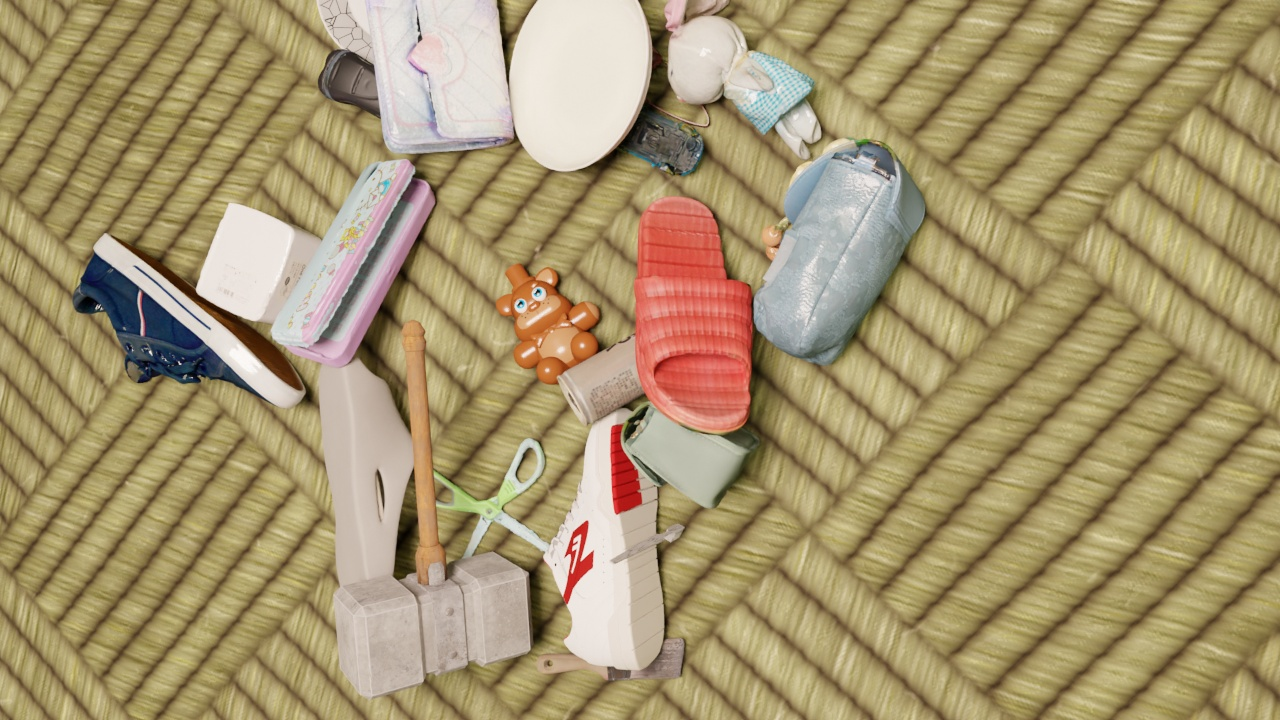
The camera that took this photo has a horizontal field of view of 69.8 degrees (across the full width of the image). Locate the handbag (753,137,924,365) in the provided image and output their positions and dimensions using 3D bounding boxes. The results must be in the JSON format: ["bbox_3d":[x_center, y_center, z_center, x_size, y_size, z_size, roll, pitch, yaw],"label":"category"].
[{"bbox_3d":[0.161,-0.097,0.795,0.119,0.121,0.192,34,99,29],"label":"handbag"}]

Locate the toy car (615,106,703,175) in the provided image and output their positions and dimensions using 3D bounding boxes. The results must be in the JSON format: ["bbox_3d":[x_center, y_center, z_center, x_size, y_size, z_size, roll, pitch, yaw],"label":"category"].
[{"bbox_3d":[0.012,-0.209,0.870,0.105,0.032,0.048,27,95,18],"label":"toy car"}]

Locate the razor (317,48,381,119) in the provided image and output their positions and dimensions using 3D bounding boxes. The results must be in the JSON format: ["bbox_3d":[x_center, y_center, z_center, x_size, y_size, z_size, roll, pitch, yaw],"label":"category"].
[{"bbox_3d":[-0.257,-0.267,0.935,0.140,0.063,0.053,25,94,-2],"label":"razor"}]

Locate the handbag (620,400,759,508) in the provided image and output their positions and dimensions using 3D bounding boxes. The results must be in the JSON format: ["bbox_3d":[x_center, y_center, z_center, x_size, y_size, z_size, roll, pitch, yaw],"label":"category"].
[{"bbox_3d":[0.042,0.076,0.815,0.106,0.121,0.067,31,98,10],"label":"handbag"}]

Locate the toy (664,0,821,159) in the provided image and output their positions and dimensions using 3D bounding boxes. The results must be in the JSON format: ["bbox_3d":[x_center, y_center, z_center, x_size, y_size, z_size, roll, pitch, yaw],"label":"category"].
[{"bbox_3d":[0.085,-0.261,0.833,0.106,0.130,0.205,-38,92,32],"label":"toy"}]

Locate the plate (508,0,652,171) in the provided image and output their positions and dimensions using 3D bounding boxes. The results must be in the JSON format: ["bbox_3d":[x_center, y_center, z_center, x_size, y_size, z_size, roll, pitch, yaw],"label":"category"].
[{"bbox_3d":[-0.052,-0.268,0.862,0.183,0.034,0.182,1,91,42],"label":"plate"}]

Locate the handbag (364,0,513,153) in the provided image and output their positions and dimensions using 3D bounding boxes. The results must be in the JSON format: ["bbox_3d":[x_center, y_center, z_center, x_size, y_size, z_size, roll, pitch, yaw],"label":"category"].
[{"bbox_3d":[-0.192,-0.284,0.882,0.126,0.069,0.158,-8,91,-14],"label":"handbag"}]

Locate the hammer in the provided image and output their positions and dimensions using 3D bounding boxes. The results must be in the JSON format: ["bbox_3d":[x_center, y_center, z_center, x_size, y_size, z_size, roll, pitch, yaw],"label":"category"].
[{"bbox_3d":[-0.194,0.122,0.830,0.083,0.162,0.318,7,102,57],"label":"hammer"}]

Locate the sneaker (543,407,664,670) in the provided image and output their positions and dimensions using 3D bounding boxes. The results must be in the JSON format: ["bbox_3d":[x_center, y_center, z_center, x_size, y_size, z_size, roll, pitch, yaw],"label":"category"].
[{"bbox_3d":[-0.045,0.165,0.860,0.104,0.090,0.236,-6,89,25],"label":"sneaker"}]

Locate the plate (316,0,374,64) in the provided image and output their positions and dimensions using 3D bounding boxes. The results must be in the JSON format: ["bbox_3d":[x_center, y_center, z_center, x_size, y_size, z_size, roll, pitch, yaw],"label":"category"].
[{"bbox_3d":[-0.247,-0.394,0.947,0.189,0.016,0.188,0,89,14],"label":"plate"}]

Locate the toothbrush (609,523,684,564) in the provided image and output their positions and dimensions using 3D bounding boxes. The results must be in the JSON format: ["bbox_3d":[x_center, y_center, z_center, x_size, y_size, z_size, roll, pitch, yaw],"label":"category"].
[{"bbox_3d":[0.006,0.161,0.790,0.010,0.181,0.010,28,99,18],"label":"toothbrush"}]

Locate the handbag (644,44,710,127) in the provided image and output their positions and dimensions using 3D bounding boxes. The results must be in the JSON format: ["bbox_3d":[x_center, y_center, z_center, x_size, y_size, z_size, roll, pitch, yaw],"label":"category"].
[{"bbox_3d":[0.019,-0.261,0.876,0.119,0.029,0.055,41,101,6],"label":"handbag"}]

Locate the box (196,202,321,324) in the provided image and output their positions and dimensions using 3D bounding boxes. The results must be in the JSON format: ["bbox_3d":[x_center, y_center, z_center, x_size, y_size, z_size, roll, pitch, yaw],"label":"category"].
[{"bbox_3d":[-0.392,-0.096,0.971,0.102,0.091,0.107,22,89,21],"label":"box"}]

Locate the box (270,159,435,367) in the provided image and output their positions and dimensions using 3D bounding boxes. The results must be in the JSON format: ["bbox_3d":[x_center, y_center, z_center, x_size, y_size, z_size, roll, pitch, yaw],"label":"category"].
[{"bbox_3d":[-0.280,-0.101,0.893,0.078,0.065,0.213,12,67,26],"label":"box"}]

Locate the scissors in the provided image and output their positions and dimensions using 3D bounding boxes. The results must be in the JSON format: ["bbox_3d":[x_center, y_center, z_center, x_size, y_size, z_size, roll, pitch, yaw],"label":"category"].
[{"bbox_3d":[-0.150,0.150,0.916,0.171,0.021,0.172,29,95,8],"label":"scissors"}]

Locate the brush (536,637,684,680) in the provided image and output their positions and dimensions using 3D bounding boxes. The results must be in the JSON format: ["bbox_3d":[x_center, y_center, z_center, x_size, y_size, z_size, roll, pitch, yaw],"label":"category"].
[{"bbox_3d":[-0.030,0.289,0.884,0.151,0.012,0.039,-6,88,14],"label":"brush"}]

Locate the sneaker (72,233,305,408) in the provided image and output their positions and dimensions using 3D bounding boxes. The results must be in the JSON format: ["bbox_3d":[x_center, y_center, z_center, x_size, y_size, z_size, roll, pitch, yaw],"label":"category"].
[{"bbox_3d":[-0.482,-0.010,0.957,0.294,0.121,0.127,31,84,15],"label":"sneaker"}]

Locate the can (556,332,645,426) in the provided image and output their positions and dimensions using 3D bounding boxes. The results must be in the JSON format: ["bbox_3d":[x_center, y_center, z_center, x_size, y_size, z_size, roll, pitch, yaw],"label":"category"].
[{"bbox_3d":[-0.005,0.005,0.839,0.135,0.054,0.054,-29,82,-10],"label":"can"}]

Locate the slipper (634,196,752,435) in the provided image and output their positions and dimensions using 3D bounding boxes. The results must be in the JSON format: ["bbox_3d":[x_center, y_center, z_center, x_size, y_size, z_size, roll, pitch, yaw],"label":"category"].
[{"bbox_3d":[0.045,-0.054,0.790,0.103,0.059,0.248,0,59,-12],"label":"slipper"}]

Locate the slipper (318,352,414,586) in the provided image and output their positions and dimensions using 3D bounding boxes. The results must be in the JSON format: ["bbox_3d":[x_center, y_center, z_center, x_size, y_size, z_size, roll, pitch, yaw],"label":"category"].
[{"bbox_3d":[-0.261,0.119,0.915,0.113,0.080,0.265,-23,74,56],"label":"slipper"}]

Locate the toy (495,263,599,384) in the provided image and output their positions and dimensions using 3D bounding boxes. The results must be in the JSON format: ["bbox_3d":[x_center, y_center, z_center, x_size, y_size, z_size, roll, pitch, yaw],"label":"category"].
[{"bbox_3d":[-0.091,-0.040,0.880,0.095,0.065,0.127,-34,76,2],"label":"toy"}]
